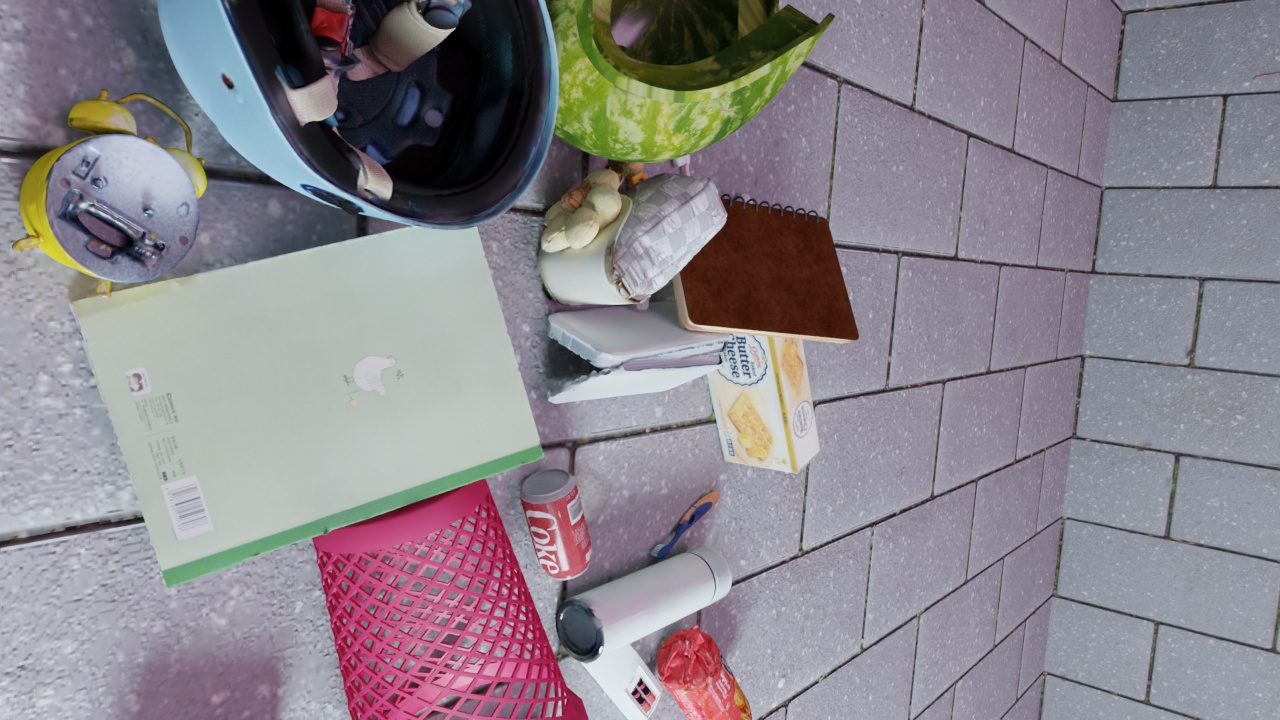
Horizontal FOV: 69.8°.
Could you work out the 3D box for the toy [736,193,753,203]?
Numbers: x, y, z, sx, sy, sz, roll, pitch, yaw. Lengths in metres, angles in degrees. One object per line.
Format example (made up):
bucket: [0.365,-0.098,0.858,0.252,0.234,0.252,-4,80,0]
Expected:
toy: [0.105,-0.144,1.040,0.125,0.037,0.076,-36,116,-56]

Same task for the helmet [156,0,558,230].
helmet: [-0.173,-0.203,0.581,0.265,0.167,0.225,39,69,-45]

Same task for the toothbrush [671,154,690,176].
toothbrush: [0.059,-0.149,1.007,0.018,0.016,0.181,-34,122,-35]

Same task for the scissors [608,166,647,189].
scissors: [-0.013,-0.205,0.908,0.125,0.011,0.129,27,75,-52]

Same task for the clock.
clock: [-0.300,-0.099,0.531,0.083,0.057,0.118,40,66,-47]

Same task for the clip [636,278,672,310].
clip: [0.014,-0.094,0.937,0.054,0.038,0.101,23,62,-56]

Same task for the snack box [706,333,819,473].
snack box: [0.137,0.027,1.067,0.057,0.104,0.208,-40,126,-42]

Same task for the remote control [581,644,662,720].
remote control: [-0.015,0.348,1.005,0.049,0.024,0.143,-54,135,-30]

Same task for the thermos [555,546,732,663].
thermos: [0.010,0.256,0.985,0.229,0.068,0.068,-8,103,-51]

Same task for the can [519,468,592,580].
can: [-0.078,0.155,0.864,0.053,0.054,0.097,-35,123,-43]

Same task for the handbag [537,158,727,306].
handbag: [-0.010,-0.128,0.843,0.171,0.113,0.123,-42,117,-32]

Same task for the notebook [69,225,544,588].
notebook: [-0.202,0.018,0.597,0.252,0.010,0.182,-18,94,-24]

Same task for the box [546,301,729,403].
box: [-0.005,0.013,0.905,0.215,0.108,0.110,-9,120,-50]

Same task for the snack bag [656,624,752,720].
snack bag: [0.076,0.392,1.087,0.082,0.082,0.176,-52,133,-32]

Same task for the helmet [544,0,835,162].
helmet: [0.013,-0.274,0.748,0.243,0.247,0.213,-38,103,5]

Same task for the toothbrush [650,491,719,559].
toothbrush: [0.054,0.190,1.071,0.134,0.017,0.021,-37,128,-44]

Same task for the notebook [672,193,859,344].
notebook: [0.127,-0.101,0.982,0.225,0.024,0.167,4,65,-31]

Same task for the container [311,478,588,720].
container: [-0.155,0.199,0.696,0.182,0.184,0.226,-27,110,-46]
